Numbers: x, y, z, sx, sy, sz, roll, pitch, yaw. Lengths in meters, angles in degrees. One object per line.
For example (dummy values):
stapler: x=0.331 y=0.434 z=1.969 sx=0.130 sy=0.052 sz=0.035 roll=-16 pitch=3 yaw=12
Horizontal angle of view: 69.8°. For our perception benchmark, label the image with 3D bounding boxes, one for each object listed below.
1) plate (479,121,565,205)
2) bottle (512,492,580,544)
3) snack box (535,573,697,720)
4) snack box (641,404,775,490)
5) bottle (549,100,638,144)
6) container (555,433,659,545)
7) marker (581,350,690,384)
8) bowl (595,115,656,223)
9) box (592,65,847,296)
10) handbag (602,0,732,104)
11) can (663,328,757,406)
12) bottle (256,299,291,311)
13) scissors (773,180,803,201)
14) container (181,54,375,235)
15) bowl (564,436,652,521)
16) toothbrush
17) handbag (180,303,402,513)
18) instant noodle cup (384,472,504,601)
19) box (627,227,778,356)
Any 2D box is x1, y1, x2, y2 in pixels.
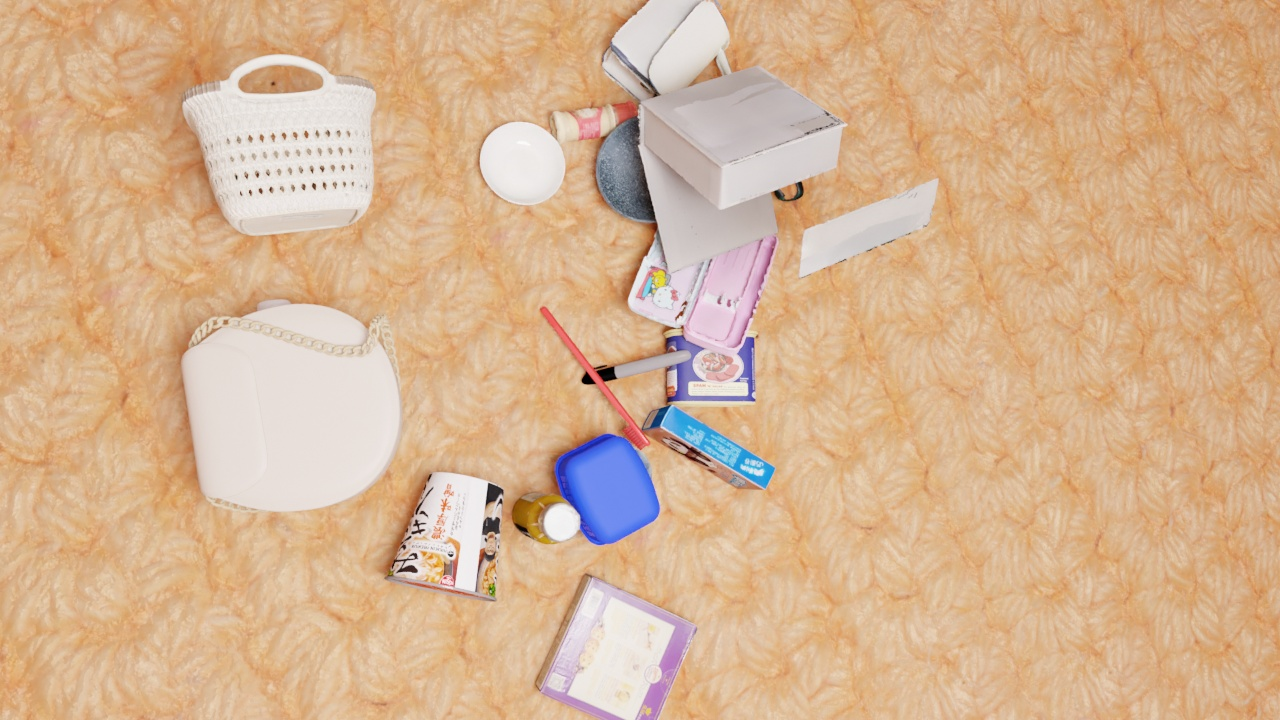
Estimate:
plate: x=-0.146 y=-0.238 z=1.127 sx=0.104 sy=0.026 sz=0.104 roll=2 pitch=82 yaw=-15
bottle: x=-0.103 y=0.173 z=1.007 sx=0.053 sy=0.186 sz=0.053 roll=2 pitch=83 yaw=-15
snack box: x=-0.028 y=0.348 z=1.083 sx=0.148 sy=0.041 sz=0.143 roll=28 pitch=77 yaw=-11
snack box: x=0.081 y=0.107 z=1.116 sx=0.151 sy=0.087 sz=0.034 roll=31 pitch=76 yaw=-9
bottle: x=-0.057 y=-0.298 z=1.149 sx=0.109 sy=0.044 sz=0.044 roll=-12 pitch=87 yaw=-15
container: x=-0.035 y=0.146 z=1.037 sx=0.096 sy=0.058 sz=0.114 roll=-26 pitch=91 yaw=-17
marker: x=-0.007 y=0.007 z=1.114 sx=0.139 sy=0.016 sz=0.022 roll=-15 pitch=102 yaw=11
bowl: x=0.016 y=-0.233 z=1.146 sx=0.137 sy=0.057 sz=0.137 roll=-1 pitch=86 yaw=9
box: x=0.079 y=-0.185 z=1.145 sx=0.167 sy=0.423 sz=0.173 roll=-22 pitch=72 yaw=-21
handbag: x=0.060 y=-0.382 z=1.174 sx=0.176 sy=0.074 sz=0.151 roll=43 pitch=75 yaw=-7
can: x=0.088 y=0.010 z=1.146 sx=0.116 sy=0.057 sz=0.092 roll=1 pitch=85 yaw=-15
bottle: x=-0.396 y=0.020 z=1.019 sx=0.083 sy=0.046 sz=0.174 roll=-8 pitch=86 yaw=-16
scissors: x=0.141 y=-0.254 z=1.187 sx=0.202 sy=0.015 sz=0.201 roll=20 pitch=79 yaw=-28
container: x=-0.367 y=-0.214 z=0.960 sx=0.184 sy=0.246 sz=0.143 roll=-10 pitch=95 yaw=-19
bowl: x=-0.043 y=0.147 z=1.095 sx=0.110 sy=0.055 sz=0.110 roll=2 pitch=82 yaw=-15
toothbrush: x=-0.059 y=0.022 z=1.109 sx=0.018 sy=0.012 sz=0.212 roll=-39 pitch=82 yaw=9
handbag: x=-0.354 y=0.050 z=0.948 sx=0.208 sy=0.103 sz=0.210 roll=-10 pitch=85 yaw=-12
instant noodle cup: x=-0.207 y=0.194 z=1.020 sx=0.123 sy=0.124 sz=0.121 roll=15 pitch=71 yaw=-13
box: x=0.080 y=-0.108 z=1.139 sx=0.152 sy=0.038 sz=0.200 roll=21 pitch=57 yaw=4
